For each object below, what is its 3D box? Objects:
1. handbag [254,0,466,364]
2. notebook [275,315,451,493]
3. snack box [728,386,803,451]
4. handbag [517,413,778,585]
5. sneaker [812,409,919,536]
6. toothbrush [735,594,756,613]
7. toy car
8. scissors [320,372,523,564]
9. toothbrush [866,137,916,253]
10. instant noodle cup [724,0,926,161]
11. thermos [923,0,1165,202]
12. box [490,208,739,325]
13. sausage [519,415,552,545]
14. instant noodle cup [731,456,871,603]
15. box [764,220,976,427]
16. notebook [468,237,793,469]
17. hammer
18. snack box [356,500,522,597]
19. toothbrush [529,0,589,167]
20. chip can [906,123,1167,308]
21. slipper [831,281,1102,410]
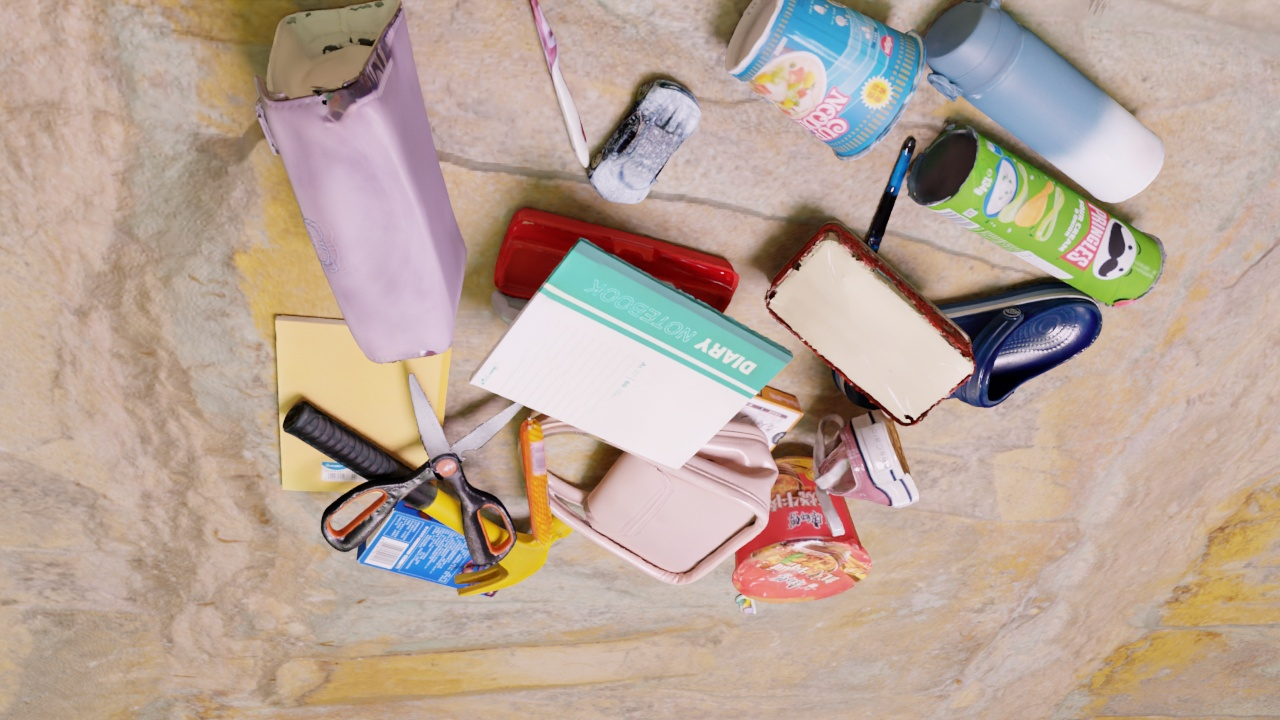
[{"bbox_3d":[-0.181,-0.115,0.613,0.098,0.144,0.197,-12,130,-5],"label":"handbag"},{"bbox_3d":[-0.251,0.048,0.828,0.145,0.010,0.207,4,129,-14],"label":"notebook"},{"bbox_3d":[0.073,0.047,0.879,0.153,0.026,0.075,19,125,-24],"label":"snack box"},{"bbox_3d":[-0.007,0.115,0.878,0.234,0.093,0.194,21,138,-12],"label":"handbag"},{"bbox_3d":[0.207,0.100,0.871,0.088,0.118,0.241,-19,163,15],"label":"sneaker"},{"bbox_3d":[0.116,0.228,1.047,0.020,0.029,0.190,-42,139,-32],"label":"toothbrush"},{"bbox_3d":[0.002,-0.159,0.686,0.049,0.031,0.106,23,123,-27],"label":"toy car"},{"bbox_3d":[-0.180,0.113,0.833,0.233,0.021,0.221,-33,124,1],"label":"scissors"},{"bbox_3d":[0.201,-0.102,0.784,0.014,0.016,0.190,-1,129,-17],"label":"toothbrush"},{"bbox_3d":[0.121,-0.207,0.634,0.110,0.099,0.099,23,123,-18],"label":"instant noodle cup"},{"bbox_3d":[0.304,-0.193,0.693,0.220,0.070,0.070,23,122,-27],"label":"thermos"},{"bbox_3d":[-0.016,-0.041,0.738,0.201,0.100,0.096,12,128,-21],"label":"box"},{"bbox_3d":[-0.096,0.115,0.854,0.021,0.021,0.165,-5,128,-7],"label":"sausage"},{"bbox_3d":[0.155,0.171,0.935,0.138,0.108,0.138,-3,142,-2],"label":"instant noodle cup"},{"bbox_3d":[0.190,-0.029,0.756,0.168,0.077,0.091,40,115,-4],"label":"box"},{"bbox_3d":[-0.004,0.004,0.712,0.209,0.012,0.151,26,122,-29],"label":"notebook"},{"bbox_3d":[-0.204,0.130,0.868,0.129,0.033,0.300,-44,123,7],"label":"hammer"},{"bbox_3d":[-0.202,0.195,0.951,0.157,0.026,0.085,24,120,-28],"label":"snack box"},{"bbox_3d":[-0.059,-0.217,0.635,0.017,0.016,0.188,-21,131,-6],"label":"toothbrush"},{"bbox_3d":[0.331,-0.115,0.760,0.236,0.072,0.072,20,124,-25],"label":"chip can"},{"bbox_3d":[0.306,0.003,0.843,0.253,0.095,0.105,-15,129,-2],"label":"slipper"}]
